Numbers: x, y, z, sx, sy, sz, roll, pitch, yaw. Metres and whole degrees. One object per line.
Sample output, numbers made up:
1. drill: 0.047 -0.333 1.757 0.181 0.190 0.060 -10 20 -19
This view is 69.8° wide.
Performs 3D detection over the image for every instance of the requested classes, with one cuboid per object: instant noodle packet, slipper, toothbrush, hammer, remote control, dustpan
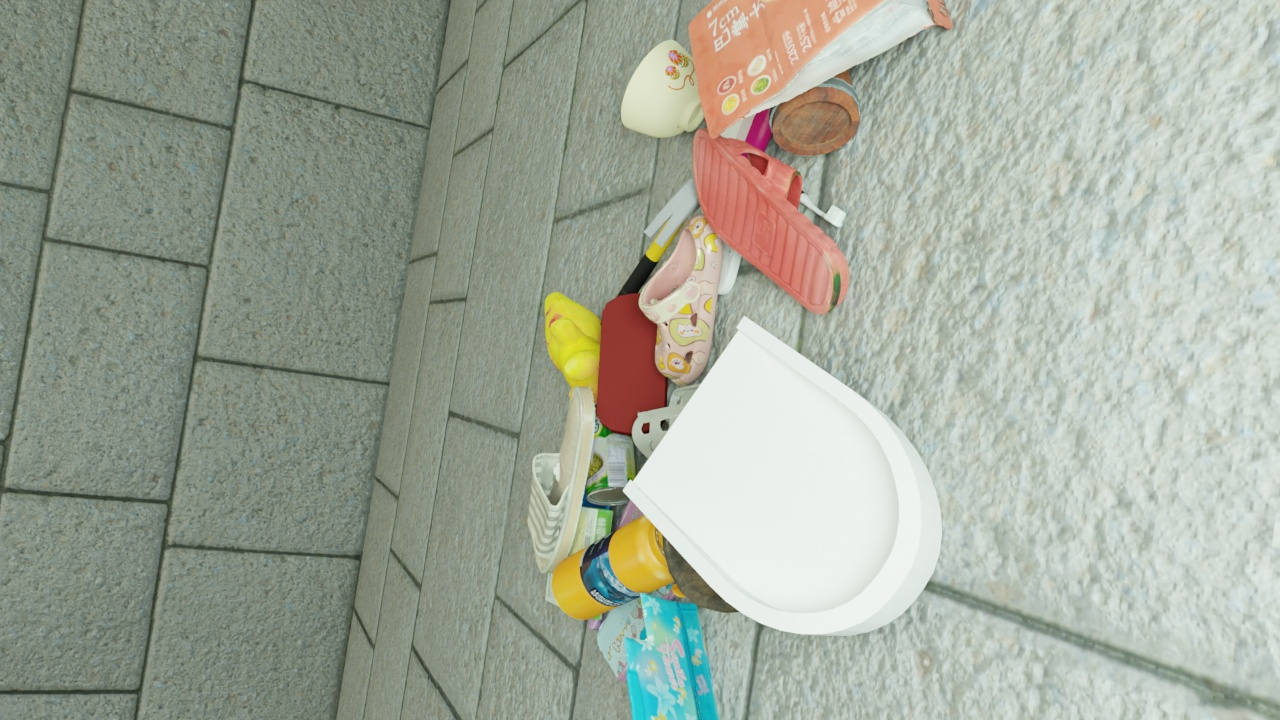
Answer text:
1. instant noodle packet: 0.137 -0.309 0.809 0.221 0.084 0.164 -26 55 28
2. slipper: -0.104 0.154 1.160 0.114 0.054 0.273 -118 39 -52
3. slipper: 0.037 -0.068 1.025 0.093 0.081 0.197 -122 38 -61
4. slipper: 0.129 -0.140 0.884 0.248 0.059 0.104 53 153 35
5. toothbrush: 0.155 -0.171 0.914 0.017 0.012 0.186 -58 31 16
6. hammer: 0.013 -0.124 1.127 0.126 0.029 0.325 -47 -3 -35
7. remote control: 0.102 -0.139 1.011 0.043 0.013 0.136 34 112 63
8. dustpan: 0.109 0.100 0.729 0.258 0.053 0.191 39 98 36

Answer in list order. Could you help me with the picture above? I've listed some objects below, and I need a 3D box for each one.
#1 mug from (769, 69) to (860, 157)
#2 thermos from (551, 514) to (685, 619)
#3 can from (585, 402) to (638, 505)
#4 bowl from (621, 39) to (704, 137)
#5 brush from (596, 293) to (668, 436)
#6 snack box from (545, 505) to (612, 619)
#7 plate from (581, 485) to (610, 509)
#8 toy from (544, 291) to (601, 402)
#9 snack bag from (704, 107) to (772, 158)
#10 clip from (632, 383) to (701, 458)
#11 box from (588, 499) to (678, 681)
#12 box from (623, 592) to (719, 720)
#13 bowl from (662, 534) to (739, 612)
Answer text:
1. mug: 0.158 -0.252 0.875 0.118 0.081 0.111 95 175 -61
2. thermos: -0.001 0.219 0.990 0.233 0.091 0.076 -38 34 45
3. can: -0.037 0.115 1.155 0.068 0.067 0.120 -43 44 53
4. bowl: 0.042 -0.318 1.120 0.074 0.117 0.118 36 123 15
5. brush: -0.007 0.007 1.120 0.042 0.082 0.173 60 -148 -74
6. snack box: -0.081 0.253 1.177 0.168 0.027 0.132 166 111 -67
7. plate: -0.081 0.208 1.266 0.225 0.024 0.224 -34 51 57
8. toy: -0.080 -0.013 1.264 0.193 0.087 0.135 -121 16 -57
9. snack bag: 0.111 -0.272 1.025 0.196 0.016 0.070 -113 40 -57
10. clip: 0.036 0.093 0.996 0.127 0.105 0.151 -18 55 65
11. box: -0.007 0.258 1.083 0.215 0.040 0.151 -66 32 29
12. box: 0.038 0.347 0.899 0.168 0.086 0.226 73 -175 -53
13. bowl: 0.096 0.147 0.833 0.163 0.070 0.162 -26 57 48
